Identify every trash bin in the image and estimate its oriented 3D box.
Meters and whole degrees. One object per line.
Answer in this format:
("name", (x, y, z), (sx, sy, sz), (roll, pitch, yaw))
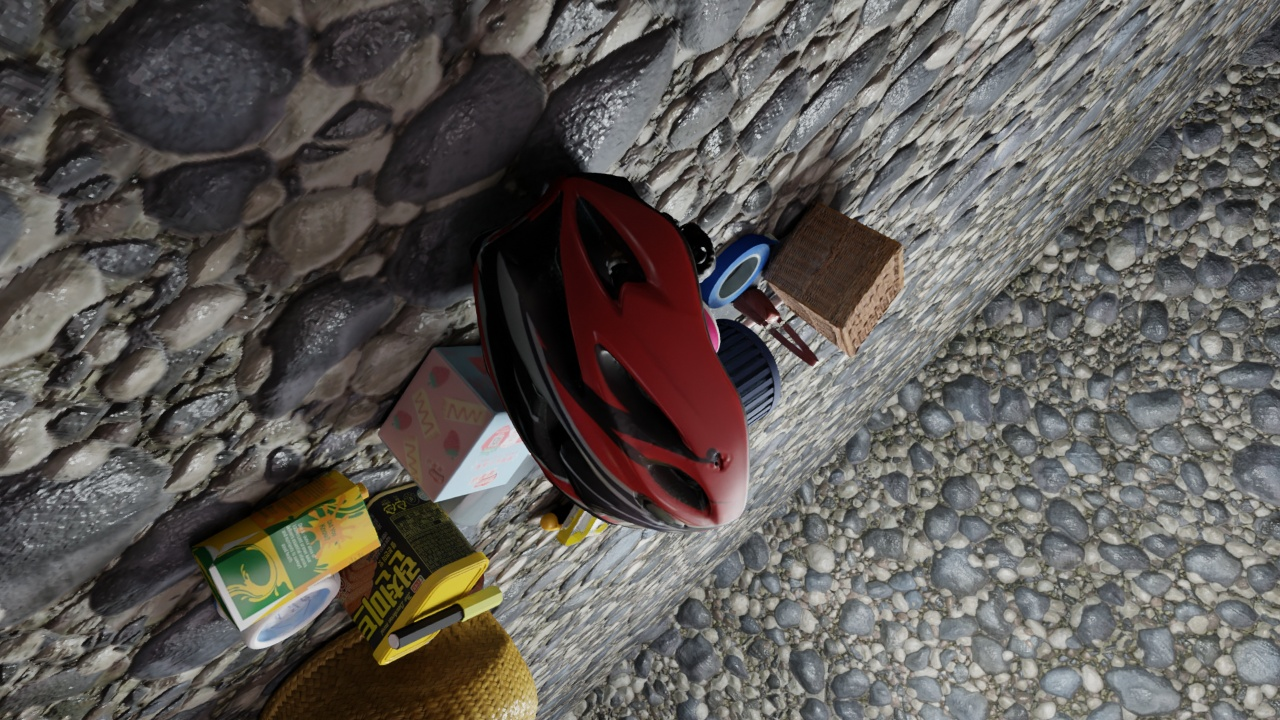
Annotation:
("trash bin", (0.034, 0.055, 0.992), (0.248, 0.139, 0.140), (-30, 157, -38))

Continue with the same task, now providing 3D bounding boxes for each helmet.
("helmet", (-0.014, 0.006, 0.636), (0.167, 0.272, 0.217), (-26, -161, -8))

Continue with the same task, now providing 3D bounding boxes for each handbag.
("handbag", (0.165, -0.037, 1.081), (0.055, 0.119, 0.029), (-14, 146, -55))

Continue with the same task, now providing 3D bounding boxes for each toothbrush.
("toothbrush", (-0.080, 0.205, 1.243), (0.031, 0.031, 0.196), (-54, 160, 16))
("toothbrush", (0.118, -0.034, 1.155), (0.181, 0.015, 0.018), (-38, 155, -14))

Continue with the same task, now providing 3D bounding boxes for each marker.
("marker", (-0.171, 0.227, 0.810), (0.123, 0.017, 0.021), (-11, 142, -55))

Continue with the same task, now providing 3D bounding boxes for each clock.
("clock", (-0.296, 0.196, 0.763), (0.088, 0.052, 0.125), (-38, 163, -18))

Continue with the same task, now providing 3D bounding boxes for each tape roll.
("tape roll", (0.101, -0.095, 0.988), (0.091, 0.016, 0.093), (-19, 150, -50))

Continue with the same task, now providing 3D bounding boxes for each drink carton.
("drink carton", (-0.259, 0.137, 0.686), (0.122, 0.041, 0.058), (-30, 122, -32))

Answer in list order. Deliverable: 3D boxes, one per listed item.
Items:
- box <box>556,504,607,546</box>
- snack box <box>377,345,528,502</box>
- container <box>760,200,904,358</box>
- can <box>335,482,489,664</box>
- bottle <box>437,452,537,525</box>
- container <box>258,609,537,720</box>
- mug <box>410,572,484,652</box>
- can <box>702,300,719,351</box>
("box", (-0.028, 0.148, 1.190), (0.210, 0.023, 0.127), (-60, 161, 13))
("snack box", (-0.134, 0.046, 0.723), (0.095, 0.079, 0.092), (-53, 159, 21))
("container", (0.232, -0.093, 1.083), (0.114, 0.113, 0.198), (-55, 160, 2))
("can", (-0.215, 0.190, 0.830), (0.072, 0.101, 0.131), (-12, 144, -57))
("bottle", (-0.125, 0.088, 0.878), (0.161, 0.046, 0.072), (-45, 161, 3))
("container", (-0.275, 0.431, 1.085), (0.306, 0.196, 0.307), (-36, 159, -16))
("mug", (-0.223, 0.244, 0.985), (0.111, 0.081, 0.117), (-48, -179, 24))
("can", (-0.005, 0.005, 0.847), (0.165, 0.088, 0.088), (-43, 163, -30))
